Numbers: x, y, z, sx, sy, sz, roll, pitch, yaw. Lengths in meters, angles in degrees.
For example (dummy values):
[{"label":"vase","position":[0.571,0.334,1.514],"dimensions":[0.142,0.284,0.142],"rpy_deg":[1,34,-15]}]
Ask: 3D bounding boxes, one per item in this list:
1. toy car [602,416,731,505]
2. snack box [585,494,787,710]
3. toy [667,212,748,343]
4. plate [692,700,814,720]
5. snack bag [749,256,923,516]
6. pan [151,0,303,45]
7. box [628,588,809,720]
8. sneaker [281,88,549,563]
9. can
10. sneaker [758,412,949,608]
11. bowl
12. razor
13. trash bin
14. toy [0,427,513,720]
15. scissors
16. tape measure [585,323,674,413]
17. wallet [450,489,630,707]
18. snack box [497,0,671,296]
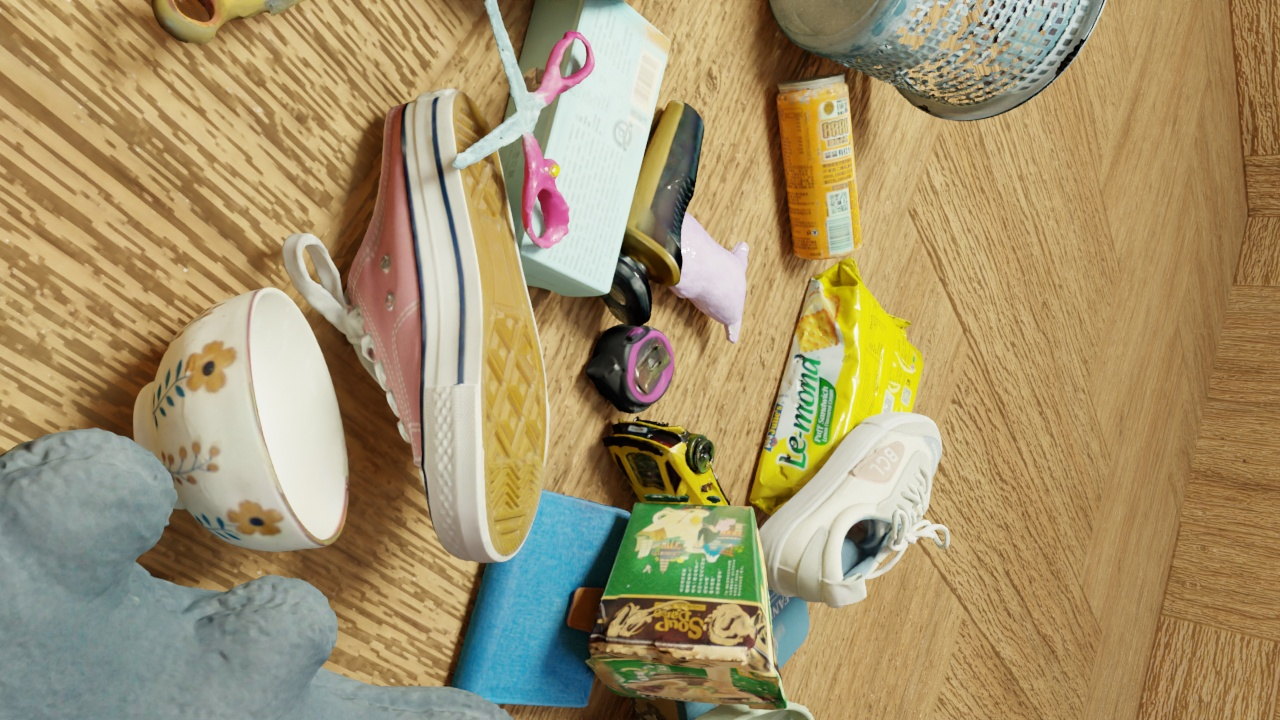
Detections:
[{"label":"toy car","position":[0.030,0.097,0.649],"dimensions":[0.041,0.071,0.156],"rpy_deg":[-55,133,-31]},{"label":"snack box","position":[0.036,0.156,0.592],"dimensions":[0.118,0.118,0.105],"rpy_deg":[71,24,-54]},{"label":"toy","position":[0.046,-0.070,0.670],"dimensions":[0.108,0.039,0.083],"rpy_deg":[28,62,-42]},{"label":"plate","position":[0.033,0.327,0.657],"dimensions":[0.229,0.027,0.231],"rpy_deg":[-24,133,-28]},{"label":"snack bag","position":[0.188,0.050,0.833],"dimensions":[0.158,0.068,0.246],"rpy_deg":[33,69,-47]},{"label":"pan","position":[-0.084,-0.245,0.456],"dimensions":[0.198,0.078,0.356],"rpy_deg":[53,47,-17]},{"label":"box","position":[0.067,0.217,0.718],"dimensions":[0.183,0.062,0.090],"rpy_deg":[-32,119,-41]},{"label":"sneaker","position":[-0.108,-0.016,0.462],"dimensions":[0.118,0.088,0.241],"rpy_deg":[26,53,-71]},{"label":"can","position":[0.149,-0.159,0.763],"dimensions":[0.058,0.058,0.146],"rpy_deg":[-29,117,-44]},{"label":"sneaker","position":[0.194,0.113,0.724],"dimensions":[0.241,0.091,0.089],"rpy_deg":[-31,120,-39]},{"label":"bowl","position":[-0.173,0.030,0.393],"dimensions":[0.062,0.113,0.113],"rpy_deg":[-12,110,-5]},{"label":"razor","position":[0.006,-0.105,0.611],"dimensions":[0.062,0.068,0.167],"rpy_deg":[78,26,-62]},{"label":"trash bin","position":[0.214,-0.311,0.722],"dimensions":[0.194,0.227,0.226],"rpy_deg":[-6,100,-36]},{"label":"toy","position":[-0.203,0.105,0.338],"dimensions":[0.356,0.138,0.091],"rpy_deg":[46,17,-36]},{"label":"scissors","position":[-0.055,-0.124,0.473],"dimensions":[0.133,0.017,0.133],"rpy_deg":[-52,139,-39]},{"label":"tape measure","position":[-0.004,0.004,0.620],"dimensions":[0.057,0.039,0.057],"rpy_deg":[53,56,-39]},{"label":"wallet","position":[-0.058,0.151,0.582],"dimensions":[0.106,0.040,0.133],"rpy_deg":[24,78,-44]},{"label":"snack box","position":[-0.040,-0.130,0.549],"dimensions":[0.074,0.052,0.174],"rpy_deg":[22,78,-46]}]
